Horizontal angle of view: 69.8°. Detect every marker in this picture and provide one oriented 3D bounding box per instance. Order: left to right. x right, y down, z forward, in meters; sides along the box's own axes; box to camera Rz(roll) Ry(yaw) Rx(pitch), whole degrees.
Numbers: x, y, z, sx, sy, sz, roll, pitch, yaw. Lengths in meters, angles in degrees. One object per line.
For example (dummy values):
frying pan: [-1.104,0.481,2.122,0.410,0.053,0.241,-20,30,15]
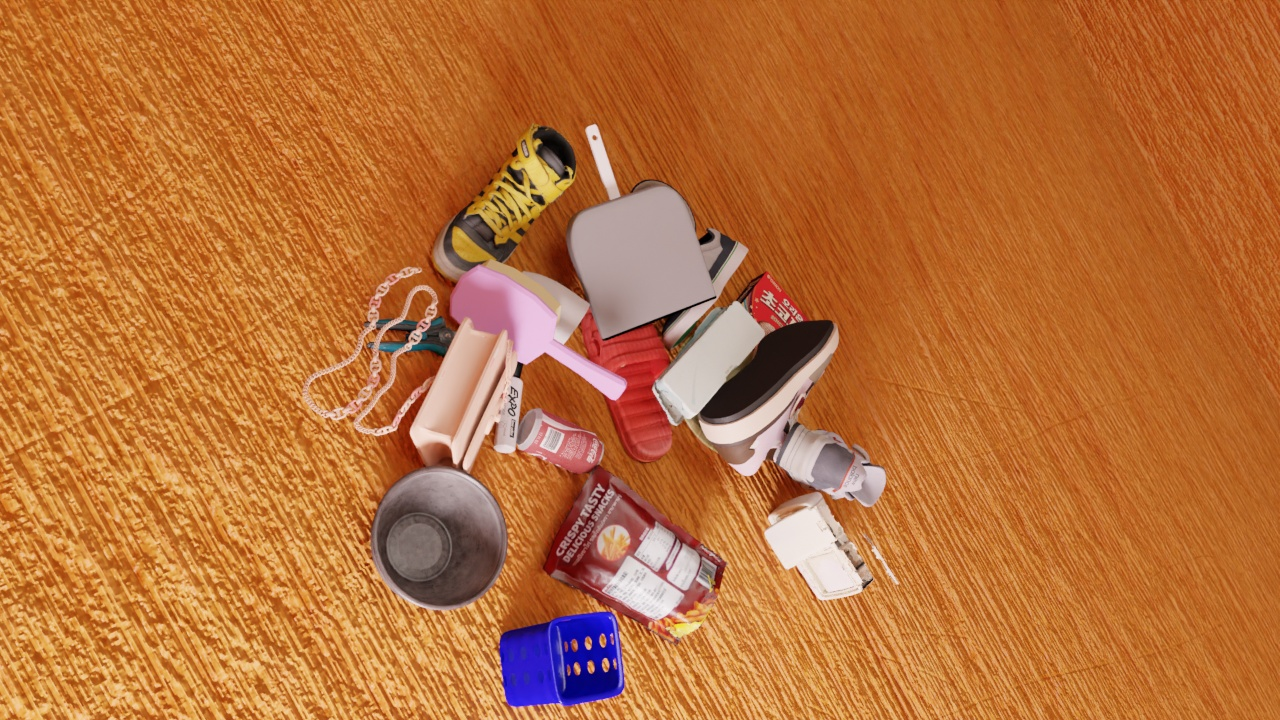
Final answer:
marker: [-0.154,0.047,1.084,0.025,0.025,0.125,19,61,-30]

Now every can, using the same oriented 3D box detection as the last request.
can: [-0.095,0.097,1.087,0.096,0.054,0.053,27,57,-25]

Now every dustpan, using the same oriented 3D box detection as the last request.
dustpan: [-0.018,-0.173,1.162,0.163,0.033,0.257,-22,101,-16]

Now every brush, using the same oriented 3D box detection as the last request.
brush: [-0.114,-0.030,1.079,0.228,0.089,0.043,33,26,-5]

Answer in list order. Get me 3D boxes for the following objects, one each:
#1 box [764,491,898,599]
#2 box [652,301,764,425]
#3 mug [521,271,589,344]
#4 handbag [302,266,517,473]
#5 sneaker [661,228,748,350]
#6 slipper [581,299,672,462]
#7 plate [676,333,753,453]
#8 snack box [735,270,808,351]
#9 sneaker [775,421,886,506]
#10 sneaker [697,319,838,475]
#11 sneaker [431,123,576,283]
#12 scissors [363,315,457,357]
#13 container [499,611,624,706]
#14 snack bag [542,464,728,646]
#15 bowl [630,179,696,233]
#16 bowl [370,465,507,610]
box: [0.248,0.247,1.198,0.080,0.182,0.143,-31,86,-36]
box: [0.090,-0.002,1.212,0.198,0.073,0.086,-47,129,-38]
mug: [-0.117,-0.075,1.144,0.089,0.071,0.107,35,26,-10]
handbag: [-0.238,0.020,1.014,0.187,0.117,0.198,18,61,5]
sneaker: [0.071,-0.106,1.287,0.079,0.084,0.234,36,48,-2]
slipper: [-0.007,0.007,1.189,0.103,0.059,0.248,-6,76,-39]
plate: [0.109,0.050,1.271,0.184,0.036,0.184,15,63,-32]
snack box: [0.199,-0.035,1.375,0.152,0.036,0.132,48,50,-10]
sneaker: [0.268,0.151,1.235,0.089,0.124,0.239,-63,153,2]
sneaker: [0.197,0.051,1.257,0.292,0.112,0.116,-43,121,-42]
sneaker: [-0.157,-0.196,1.121,0.086,0.122,0.237,40,51,-15]
scissors: [-0.247,-0.021,1.048,0.130,0.019,0.134,47,51,-20]
container: [-0.085,0.315,0.961,0.084,0.114,0.085,4,69,-36]
snack bag: [-0.003,0.236,1.082,0.208,0.067,0.138,37,76,-18]
bowl: [0.015,-0.188,1.287,0.115,0.059,0.115,15,63,-31]
bowl: [-0.217,0.188,0.948,0.144,0.067,0.144,15,63,-31]
